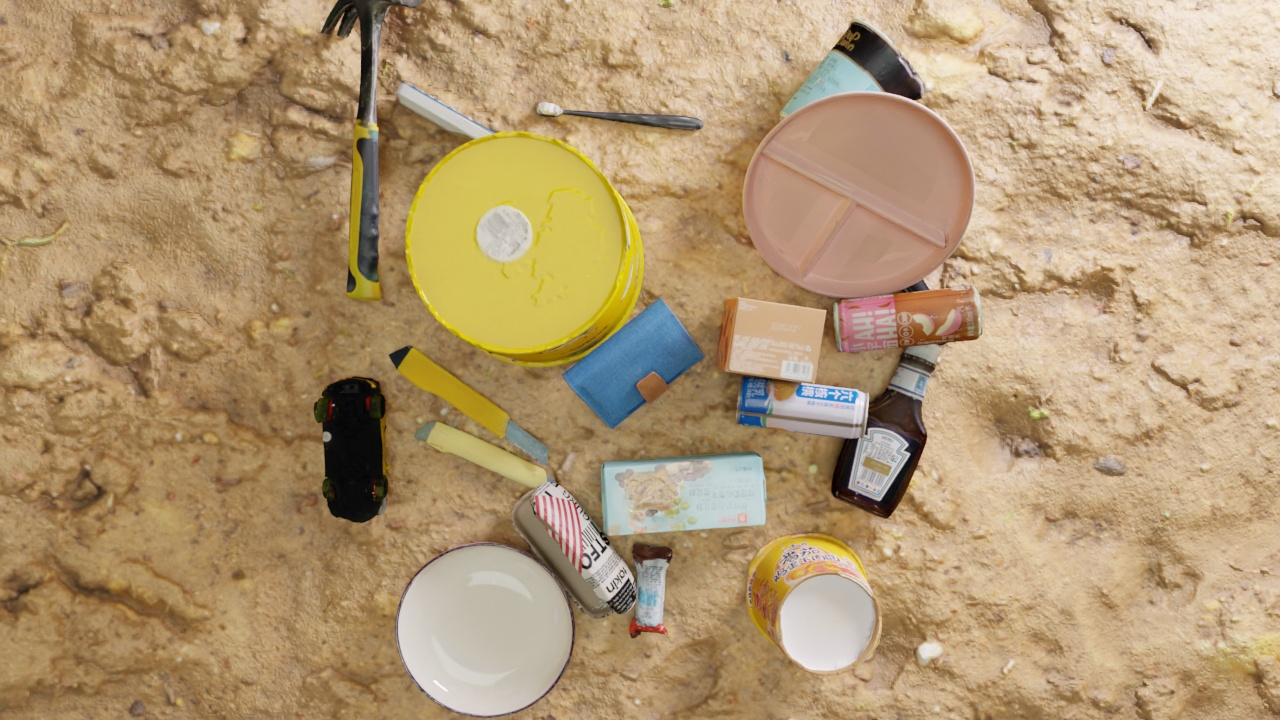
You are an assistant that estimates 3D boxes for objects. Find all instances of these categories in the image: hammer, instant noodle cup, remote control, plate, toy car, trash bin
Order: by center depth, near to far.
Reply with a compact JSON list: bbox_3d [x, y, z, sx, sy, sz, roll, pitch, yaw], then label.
[{"bbox_3d":[-0.106,-0.100,0.872,0.229,0.255,0.229,0,93,-2],"label":"trash bin"},{"bbox_3d":[0.220,-0.166,0.938,0.229,0.028,0.230,7,127,9],"label":"plate"},{"bbox_3d":[-0.285,-0.224,0.951,0.126,0.031,0.323,13,103,36],"label":"hammer"},{"bbox_3d":[0.212,-0.271,0.956,0.120,0.111,0.111,-44,93,9],"label":"instant noodle cup"},{"bbox_3d":[-0.197,-0.251,0.964,0.125,0.049,0.024,28,94,-3],"label":"remote control"},{"bbox_3d":[0.187,0.262,0.973,0.138,0.110,0.138,0,93,-1],"label":"instant noodle cup"},{"bbox_3d":[-0.306,0.095,0.981,0.071,0.041,0.156,-3,91,-2],"label":"toy car"},{"bbox_3d":[-0.166,0.287,0.994,0.192,0.039,0.192,0,95,0],"label":"plate"}]

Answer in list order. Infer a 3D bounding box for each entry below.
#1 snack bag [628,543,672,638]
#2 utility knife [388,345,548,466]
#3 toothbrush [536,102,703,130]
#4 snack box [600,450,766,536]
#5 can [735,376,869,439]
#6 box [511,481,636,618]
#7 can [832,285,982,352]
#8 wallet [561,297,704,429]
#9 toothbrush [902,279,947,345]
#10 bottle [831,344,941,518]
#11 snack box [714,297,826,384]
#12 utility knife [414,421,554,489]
[{"bbox_3d":[0.011,0.255,1.007,0.045,0.026,0.105,3,92,7],"label":"snack bag"},{"bbox_3d":[-0.183,0.050,0.995,0.209,0.015,0.033,36,90,-1],"label":"utility knife"},{"bbox_3d":[-0.022,-0.262,0.987,0.181,0.018,0.015,5,89,-4],"label":"toothbrush"},{"bbox_3d":[0.046,0.143,0.990,0.175,0.051,0.074,-4,92,-1],"label":"snack box"},{"bbox_3d":[0.171,0.050,0.975,0.135,0.053,0.053,7,92,11],"label":"can"},{"bbox_3d":[-0.075,0.209,0.988,0.088,0.076,0.162,-39,94,32],"label":"box"},{"bbox_3d":[0.280,-0.043,0.968,0.147,0.057,0.058,-6,93,15],"label":"can"},{"bbox_3d":[-0.006,0.006,0.965,0.133,0.106,0.040,-38,50,2],"label":"wallet"},{"bbox_3d":[0.277,-0.109,1.000,0.212,0.027,0.026,55,46,-2],"label":"toothbrush"},{"bbox_3d":[0.274,0.070,0.999,0.080,0.044,0.195,22,90,7],"label":"bottle"},{"bbox_3d":[0.134,-0.022,0.964,0.093,0.094,0.077,8,92,-2],"label":"snack box"},{"bbox_3d":[-0.165,0.107,0.999,0.167,0.018,0.031,26,96,-2],"label":"utility knife"}]
